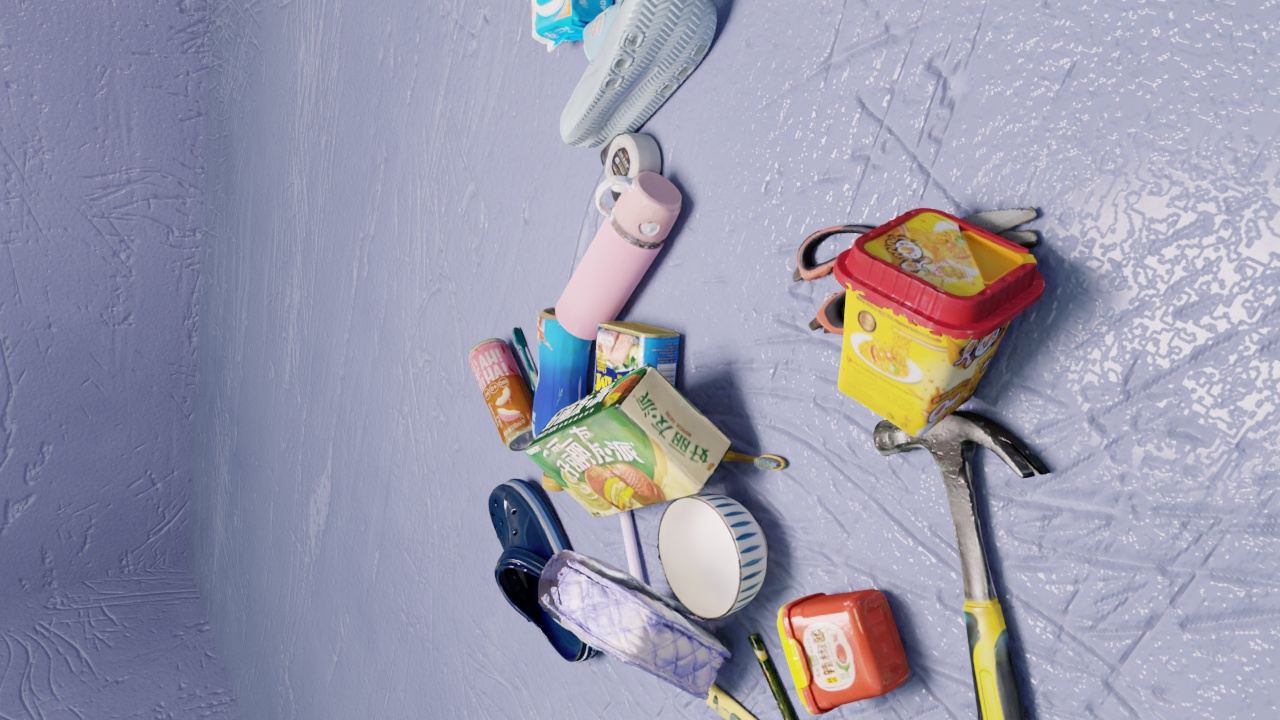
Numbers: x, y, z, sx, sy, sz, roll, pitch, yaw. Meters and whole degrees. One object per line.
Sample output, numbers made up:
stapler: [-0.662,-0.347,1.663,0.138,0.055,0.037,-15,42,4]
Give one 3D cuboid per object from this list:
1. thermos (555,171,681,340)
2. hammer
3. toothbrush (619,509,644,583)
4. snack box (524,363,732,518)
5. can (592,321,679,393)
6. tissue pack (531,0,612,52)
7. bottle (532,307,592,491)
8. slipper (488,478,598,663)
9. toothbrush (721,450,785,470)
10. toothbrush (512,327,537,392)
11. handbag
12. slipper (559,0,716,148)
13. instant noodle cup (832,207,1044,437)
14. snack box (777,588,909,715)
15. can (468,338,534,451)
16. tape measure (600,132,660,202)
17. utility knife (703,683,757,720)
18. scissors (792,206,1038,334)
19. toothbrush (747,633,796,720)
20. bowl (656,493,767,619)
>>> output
thermos: [-0.033,-0.110,0.962,0.199,0.087,0.067,124,153,-43]
hammer: [0.254,0.196,0.670,0.126,0.031,0.323,-15,83,54]
toothbrush: [-0.001,0.237,1.023,0.029,0.021,0.189,102,155,-77]
snack box: [-0.020,0.089,0.925,0.114,0.063,0.241,44,151,-10]
can: [-0.006,0.006,0.966,0.102,0.057,0.083,15,105,51]
tissue pack: [-0.078,-0.413,0.997,0.090,0.063,0.140,9,102,52]
bottle: [-0.095,0.049,1.081,0.065,0.065,0.219,23,112,49]
slipper: [-0.136,0.268,1.147,0.252,0.095,0.105,55,132,28]
toothbrush: [0.070,0.094,0.908,0.192,0.018,0.016,1,94,53]
toothbrush: [-0.131,0.040,1.171,0.191,0.016,0.018,67,150,22]
handbag: [0.001,0.255,0.890,0.134,0.194,0.075,21,74,38]
slipper: [-0.012,-0.295,0.901,0.246,0.103,0.074,-41,61,54]
instant noodle cup: [0.198,-0.024,0.644,0.116,0.116,0.124,36,138,34]
snack box: [0.169,0.235,0.755,0.080,0.081,0.091,-27,74,37]
can: [-0.174,0.044,1.192,0.058,0.057,0.147,-54,54,42]
tape measure: [-0.009,-0.204,0.960,0.066,0.033,0.065,-31,72,53]
utility knife: [0.100,0.359,0.915,0.198,0.021,0.031,29,112,52]
scissors: [0.205,-0.068,0.713,0.205,0.015,0.198,45,127,40]
toothbrush: [0.140,0.344,0.851,0.012,0.017,0.185,105,144,-62]
bowl: [0.077,0.180,0.872,0.117,0.066,0.116,12,105,51]
